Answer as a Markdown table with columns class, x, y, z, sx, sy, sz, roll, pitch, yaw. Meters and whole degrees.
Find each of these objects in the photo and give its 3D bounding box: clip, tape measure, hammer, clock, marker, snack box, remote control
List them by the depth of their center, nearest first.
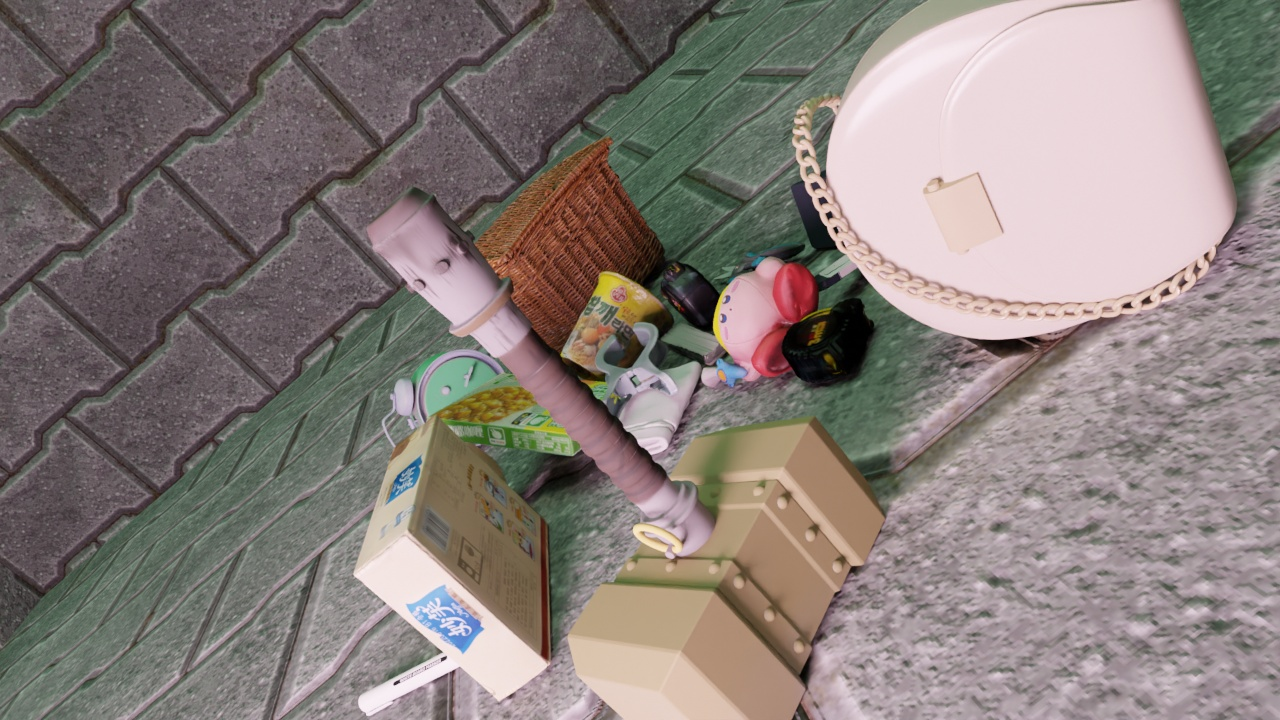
| class | x | y | z | sx | sy | sz | roll | pitch | yaw |
| --- | --- | --- | --- | --- | --- | --- | --- | --- | --- |
| hammer | -0.021 | 0.040 | 0.498 | 0.101 | 0.325 | 0.189 | -14 | 33 | 51 |
| tape measure | 0.146 | -0.011 | 0.728 | 0.063 | 0.038 | 0.067 | -12 | 37 | 39 |
| snack box | -0.142 | 0.149 | 0.743 | 0.055 | 0.153 | 0.207 | -39 | 20 | 8 |
| marker | -0.190 | 0.271 | 0.781 | 0.134 | 0.017 | 0.020 | -32 | 59 | 24 |
| clip | 0.007 | -0.001 | 0.891 | 0.108 | 0.028 | 0.163 | -26 | 23 | 11 |
| snack box | -0.106 | 0.050 | 0.915 | 0.168 | 0.027 | 0.131 | 4 | 20 | 27 |
| remote control | 0.055 | -0.019 | 0.941 | 0.033 | 0.013 | 0.136 | -43 | 18 | -8 |
| tape measure | 0.054 | -0.070 | 0.967 | 0.042 | 0.072 | 0.071 | -41 | -9 | -8 |
| clock | -0.243 | 0.056 | 1.147 | 0.161 | 0.122 | 0.075 | -29 | 12 | -26 |

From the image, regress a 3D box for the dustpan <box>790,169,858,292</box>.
| class | x | y | z | sx | sy | sz | roll | pitch | yaw |
| --- | --- | --- | --- | --- | --- | --- | --- | --- | --- |
| dustpan | 0.245 | -0.150 | 0.835 | 0.272 | 0.080 | 0.237 | -27 | 13 | -24 |

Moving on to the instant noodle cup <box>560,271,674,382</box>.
| class | x | y | z | sx | sy | sz | roll | pitch | yaw |
| --- | --- | --- | --- | --- | --- | --- | --- | --- | --- |
| instant noodle cup | -0.033 | -0.029 | 1.015 | 0.108 | 0.102 | 0.102 | -56 | 23 | -13 |

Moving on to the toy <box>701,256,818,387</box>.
| class | x | y | z | sx | sy | sz | roll | pitch | yaw |
| --- | --- | --- | --- | --- | --- | --- | --- | --- | --- |
| toy | 0.105 | -0.030 | 0.817 | 0.131 | 0.096 | 0.124 | 18 | 100 | 59 |

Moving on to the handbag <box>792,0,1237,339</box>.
| class | x | y | z | sx | sy | sz | roll | pitch | yaw |
| --- | --- | --- | --- | --- | --- | --- | --- | --- | --- |
| handbag | 0.224 | -0.121 | 0.557 | 0.209 | 0.211 | 0.103 | -18 | 29 | 32 |

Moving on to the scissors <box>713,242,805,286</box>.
| class | x | y | z | sx | sy | sz | roll | pitch | yaw |
| --- | --- | --- | --- | --- | --- | --- | --- | --- | --- |
| scissors | 0.124 | -0.097 | 0.969 | 0.150 | 0.019 | 0.122 | -34 | 24 | 35 |

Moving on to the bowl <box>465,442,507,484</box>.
| class | x | y | z | sx | sy | sz | roll | pitch | yaw |
| --- | --- | --- | --- | --- | --- | --- | --- | --- | --- |
| bowl | -0.169 | 0.143 | 0.909 | 0.074 | 0.118 | 0.117 | 18 | 50 | 17 |

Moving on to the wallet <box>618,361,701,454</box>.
| class | x | y | z | sx | sy | sz | roll | pitch | yaw |
| --- | --- | --- | --- | --- | --- | --- | --- | --- | --- |
| wallet | 0.010 | 0.051 | 0.858 | 0.086 | 0.032 | 0.115 | -14 | 28 | 36 |

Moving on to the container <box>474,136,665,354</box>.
| class | x | y | z | sx | sy | sz | roll | pitch | yaw |
| --- | --- | --- | --- | --- | --- | --- | --- | --- | --- |
| container | -0.094 | -0.131 | 1.192 | 0.163 | 0.183 | 0.249 | -14 | 34 | 50 |
